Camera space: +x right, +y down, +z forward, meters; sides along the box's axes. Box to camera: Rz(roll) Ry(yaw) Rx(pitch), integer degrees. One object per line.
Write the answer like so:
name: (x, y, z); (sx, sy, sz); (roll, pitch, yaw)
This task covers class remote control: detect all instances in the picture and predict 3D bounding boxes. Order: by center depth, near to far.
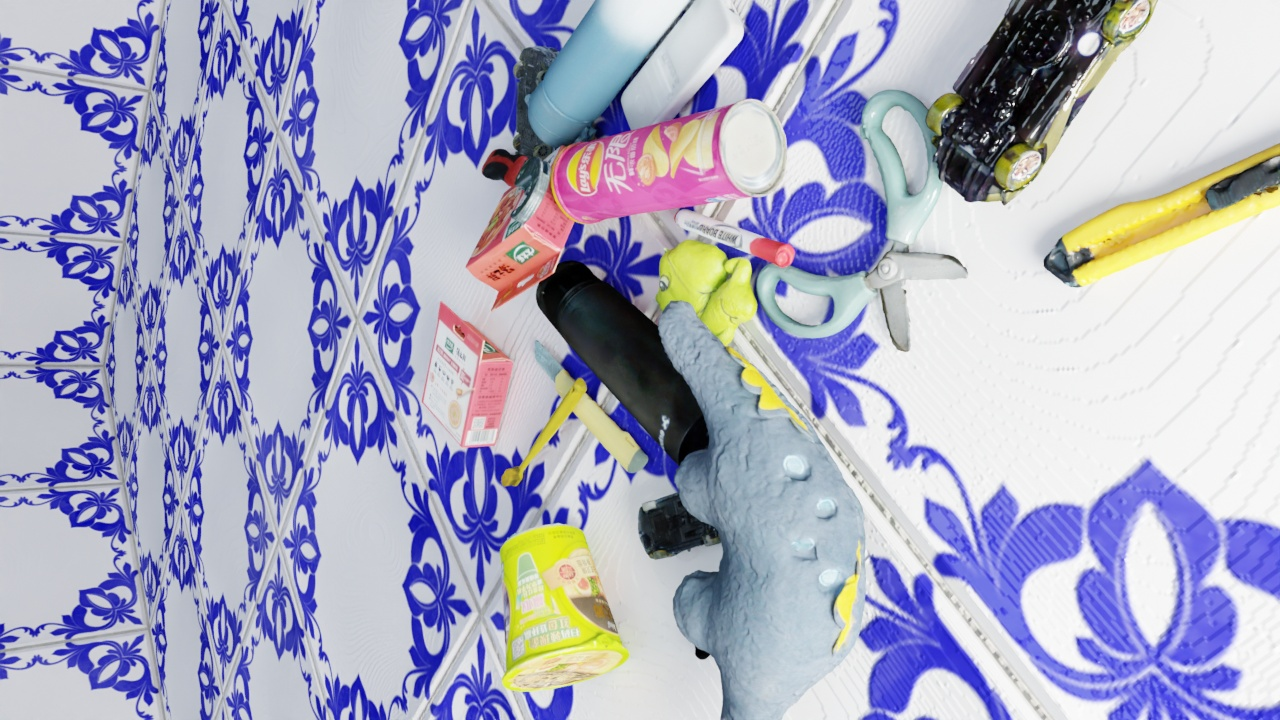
remote control: (0.032, -0.238, 0.749); (0.136, 0.020, 0.055); (-42, 59, 42)

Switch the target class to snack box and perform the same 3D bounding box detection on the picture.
snack box: (-0.107, -0.122, 0.856); (0.113, 0.044, 0.126); (-24, 39, 48)
snack box: (-0.188, 0.014, 1.002); (0.113, 0.044, 0.127); (37, 119, 46)

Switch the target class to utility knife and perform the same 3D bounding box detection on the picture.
utility knife: (0.289, -0.086, 0.430); (0.217, 0.015, 0.033); (-30, 70, 47)
utility knife: (-0.054, 0.040, 0.854); (0.204, 0.021, 0.031); (42, 117, 36)

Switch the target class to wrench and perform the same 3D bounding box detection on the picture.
wrench: (-0.124, -0.179, 0.880); (0.056, 0.016, 0.273); (-58, 25, 7)

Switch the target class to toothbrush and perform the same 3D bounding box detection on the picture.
toothbrush: (-0.097, 0.075, 0.895); (0.191, 0.016, 0.015); (-52, 56, 44)

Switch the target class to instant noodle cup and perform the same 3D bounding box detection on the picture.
instant noodle cup: (-0.078, 0.216, 0.820); (0.112, 0.111, 0.123); (-46, 48, 40)

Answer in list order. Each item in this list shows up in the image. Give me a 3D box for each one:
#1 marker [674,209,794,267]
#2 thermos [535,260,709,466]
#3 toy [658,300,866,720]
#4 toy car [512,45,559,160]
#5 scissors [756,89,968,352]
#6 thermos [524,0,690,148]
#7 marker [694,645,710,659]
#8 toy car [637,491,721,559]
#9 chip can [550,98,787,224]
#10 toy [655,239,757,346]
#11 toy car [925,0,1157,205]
marker: (0.066, -0.094, 0.691); (0.145, 0.017, 0.017); (34, 116, 56)
thermos: (-0.005, 0.004, 0.767); (0.242, 0.068, 0.090); (45, 154, 44)
toy: (0.081, 0.134, 0.612); (0.138, 0.091, 0.356); (-3, 89, 21)
toy car: (-0.100, -0.246, 0.902); (0.054, 0.036, 0.121); (36, 127, 45)
scissors: (0.139, -0.085, 0.616); (0.170, 0.019, 0.171); (-11, 82, 50)
thermos: (-0.025, -0.270, 0.788); (0.221, 0.070, 0.070); (-42, 58, 43)
marker: (0.074, 0.195, 0.698); (0.124, 0.015, 0.018); (-56, 47, 38)
toy car: (0.037, 0.127, 0.729); (0.106, 0.031, 0.049); (-28, 68, 46)
chip can: (0.015, -0.152, 0.727); (0.211, 0.071, 0.071); (3, 92, 51)
toy: (0.050, -0.056, 0.716); (0.097, 0.031, 0.100); (-51, 57, 38)
toy car: (0.218, -0.158, 0.498); (0.070, 0.042, 0.158); (56, 130, 36)
